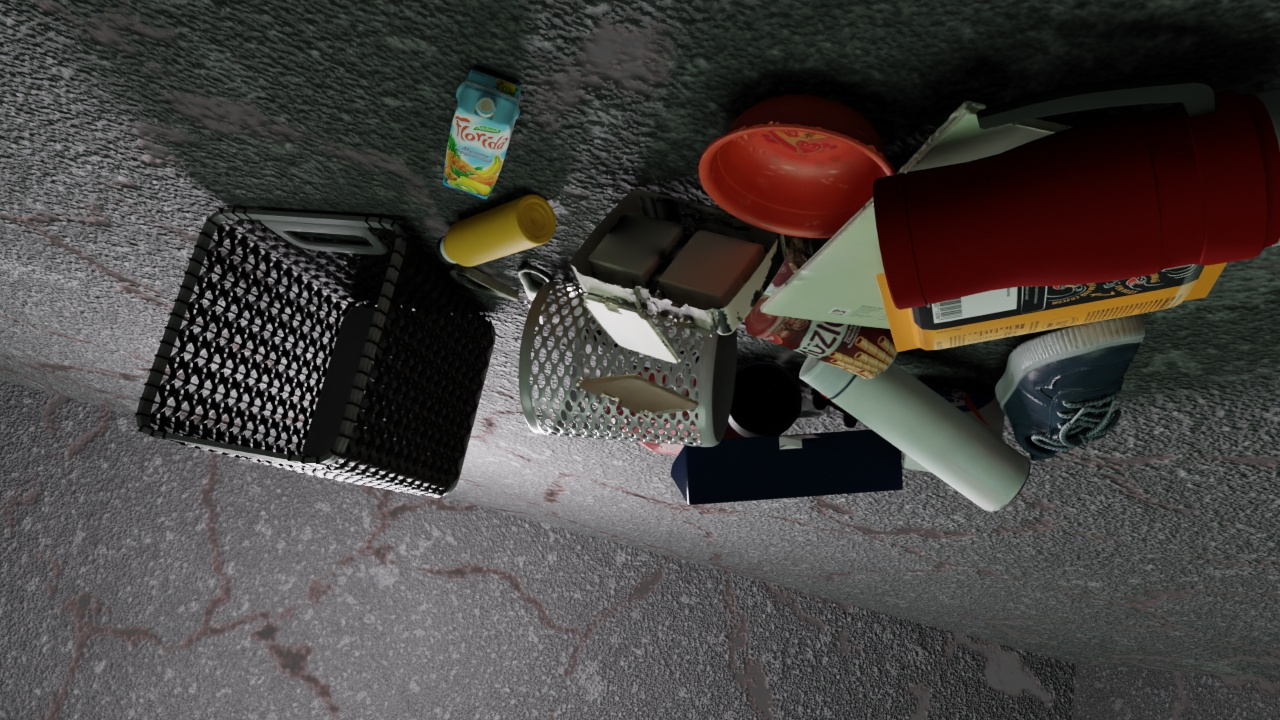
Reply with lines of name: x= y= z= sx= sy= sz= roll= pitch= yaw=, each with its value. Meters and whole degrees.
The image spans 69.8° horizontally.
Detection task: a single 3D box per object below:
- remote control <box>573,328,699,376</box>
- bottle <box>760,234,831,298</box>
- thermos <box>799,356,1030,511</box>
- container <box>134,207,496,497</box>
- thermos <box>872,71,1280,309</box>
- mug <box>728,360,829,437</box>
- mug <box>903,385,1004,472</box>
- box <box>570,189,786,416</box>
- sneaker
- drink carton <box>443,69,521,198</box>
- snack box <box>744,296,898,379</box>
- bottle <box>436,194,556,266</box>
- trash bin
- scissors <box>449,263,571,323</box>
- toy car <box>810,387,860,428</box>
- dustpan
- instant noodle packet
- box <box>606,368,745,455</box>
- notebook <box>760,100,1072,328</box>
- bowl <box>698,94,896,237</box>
remote control: x=-0.002 y=-0.010 z=1.066 sx=0.150 sy=0.022 sz=0.047 roll=12 pitch=161 yaw=-2
bottle: x=0.120 y=-0.082 z=0.710 sx=0.056 sy=0.056 sz=0.105 roll=27 pitch=157 yaw=-35
thermos: x=0.263 y=0.055 z=0.885 sx=0.230 sy=0.067 sz=0.068 roll=35 pitch=160 yaw=-1
container: x=-0.326 y=0.006 z=0.994 sx=0.248 sy=0.245 sz=0.243 roll=7 pitch=164 yaw=20
thermos: x=0.227 y=-0.091 z=0.480 sx=0.199 sy=0.083 sz=0.108 roll=-10 pitch=123 yaw=22
mug: x=0.153 y=0.052 z=1.045 sx=0.119 sy=0.084 sz=0.100 roll=6 pitch=169 yaw=5
mug: x=0.335 y=0.073 z=0.983 sx=0.090 sy=0.091 sz=0.121 roll=8 pitch=-166 yaw=17
box: x=0.013 y=-0.021 z=0.693 sx=0.144 sy=0.187 sz=0.105 roll=21 pitch=150 yaw=33
sneaker: x=0.368 y=0.030 z=0.787 sx=0.089 sy=0.087 sz=0.236 roll=-14 pitch=160 yaw=4
drink carton: x=-0.118 y=-0.162 z=0.670 sx=0.044 sy=0.038 sz=0.129 roll=17 pitch=162 yaw=-12
snack box: x=0.160 y=-0.034 z=0.799 sx=0.121 sy=0.072 sz=0.072 roll=20 pitch=161 yaw=-20
bottle: x=-0.135 y=-0.112 z=0.822 sx=0.043 sy=0.043 sz=0.144 roll=28 pitch=157 yaw=-37
trash bin: x=-0.005 y=0.005 z=0.908 sx=0.183 sy=0.156 sz=0.156 roll=6 pitch=160 yaw=15
scissors: x=-0.126 y=-0.071 z=0.984 sx=0.171 sy=0.012 sz=0.158 roll=19 pitch=162 yaw=-16
toy car: x=0.234 y=0.041 z=1.002 sx=0.100 sy=0.048 sz=0.051 roll=28 pitch=157 yaw=-38
dustpan: x=0.163 y=0.105 z=1.014 sx=0.236 sy=0.080 sz=0.273 roll=-3 pitch=-175 yaw=-5
instant noodle packet: x=0.282 y=-0.050 z=0.629 sx=0.221 sy=0.032 sz=0.160 roll=-11 pitch=159 yaw=17
box: x=0.051 y=0.066 z=1.158 sx=0.158 sy=0.087 sz=0.128 roll=3 pitch=160 yaw=38
notebook: x=0.217 y=-0.077 z=0.617 sx=0.181 sy=0.010 sz=0.253 roll=6 pitch=156 yaw=-17
bowl: x=0.105 y=-0.131 z=0.596 sx=0.130 sy=0.045 sz=0.131 roll=12 pitch=161 yaw=4
